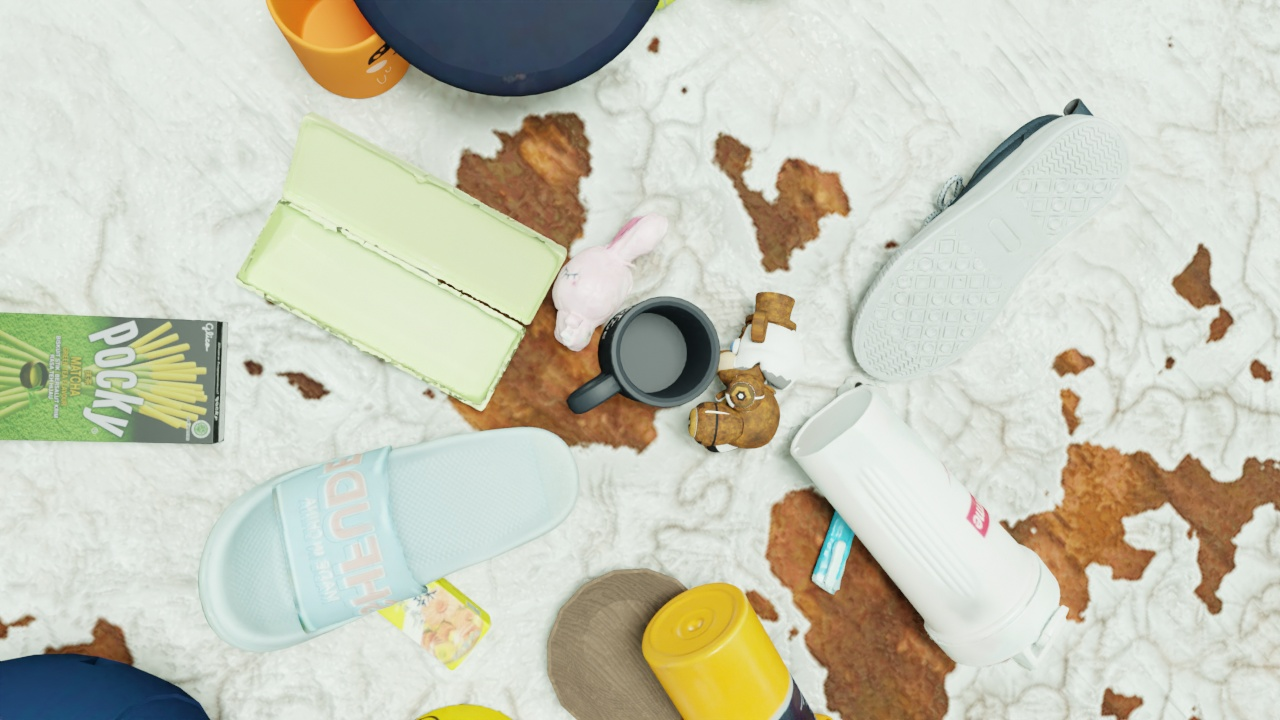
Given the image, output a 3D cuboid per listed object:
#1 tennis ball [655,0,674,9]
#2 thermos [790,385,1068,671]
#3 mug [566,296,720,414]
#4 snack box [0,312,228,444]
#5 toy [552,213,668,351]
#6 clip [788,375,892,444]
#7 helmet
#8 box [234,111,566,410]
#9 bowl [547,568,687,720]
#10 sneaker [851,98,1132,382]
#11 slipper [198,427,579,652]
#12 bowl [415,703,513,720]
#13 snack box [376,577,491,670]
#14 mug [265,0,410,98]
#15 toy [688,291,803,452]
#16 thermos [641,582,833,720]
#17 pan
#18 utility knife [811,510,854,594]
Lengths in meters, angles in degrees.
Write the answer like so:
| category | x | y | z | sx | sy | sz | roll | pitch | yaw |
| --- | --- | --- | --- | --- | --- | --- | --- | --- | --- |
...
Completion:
| category | x | y | z | sx | sy | sz | roll | pitch | yaw |
| --- | --- | --- | --- | --- | --- | --- | --- | --- | --- |
| tennis ball | 0.005 | -0.274 | 0.626 | 0.065 | 0.065 | 0.065 | 0 | 90 | -9 |
| thermos | 0.201 | 0.122 | 0.637 | 0.099 | 0.099 | 0.220 | -44 | 100 | -6 |
| mug | -0.004 | 0.004 | 0.620 | 0.105 | 0.077 | 0.071 | -33 | 95 | -7 |
| snack box | -0.349 | 0.012 | 0.593 | 0.147 | 0.025 | 0.080 | 2 | 90 | -9 |
| toy | -0.025 | -0.059 | 0.624 | 0.047 | 0.063 | 0.110 | 41 | 81 | -6 |
| clip | 0.162 | 0.039 | 0.674 | 0.101 | 0.040 | 0.054 | 6 | 103 | -4 |
| helmet | -0.332 | 0.289 | 0.509 | 0.232 | 0.222 | 0.273 | -2 | 120 | 1 |
| box | -0.158 | -0.063 | 0.612 | 0.187 | 0.047 | 0.141 | 27 | 110 | -7 |
| bowl | -0.008 | 0.201 | 0.644 | 0.118 | 0.030 | 0.118 | 0 | 91 | -10 |
| sneaker | 0.238 | -0.087 | 0.657 | 0.089 | 0.087 | 0.236 | 40 | 107 | -15 |
| slipper | -0.149 | 0.099 | 0.577 | 0.245 | 0.074 | 0.104 | -16 | 82 | -24 |
| bowl | -0.121 | 0.297 | 0.609 | 0.117 | 0.068 | 0.117 | 0 | 90 | -9 |
| snack box | -0.169 | 0.146 | 0.620 | 0.148 | 0.029 | 0.040 | 41 | 83 | -7 |
| mug | -0.183 | -0.235 | 0.582 | 0.077 | 0.096 | 0.112 | 15 | 88 | -9 |
| toy | 0.077 | 0.009 | 0.633 | 0.067 | 0.087 | 0.112 | 9 | 81 | 14 |
| thermos | 0.093 | 0.257 | 0.620 | 0.091 | 0.076 | 0.233 | -34 | 108 | -14 |
| pan | -0.089 | -0.326 | 0.492 | 0.199 | 0.021 | 0.357 | -9 | 105 | 2 |
| utility knife | 0.155 | 0.111 | 0.678 | 0.022 | 0.015 | 0.123 | 22 | 84 | -13 |
